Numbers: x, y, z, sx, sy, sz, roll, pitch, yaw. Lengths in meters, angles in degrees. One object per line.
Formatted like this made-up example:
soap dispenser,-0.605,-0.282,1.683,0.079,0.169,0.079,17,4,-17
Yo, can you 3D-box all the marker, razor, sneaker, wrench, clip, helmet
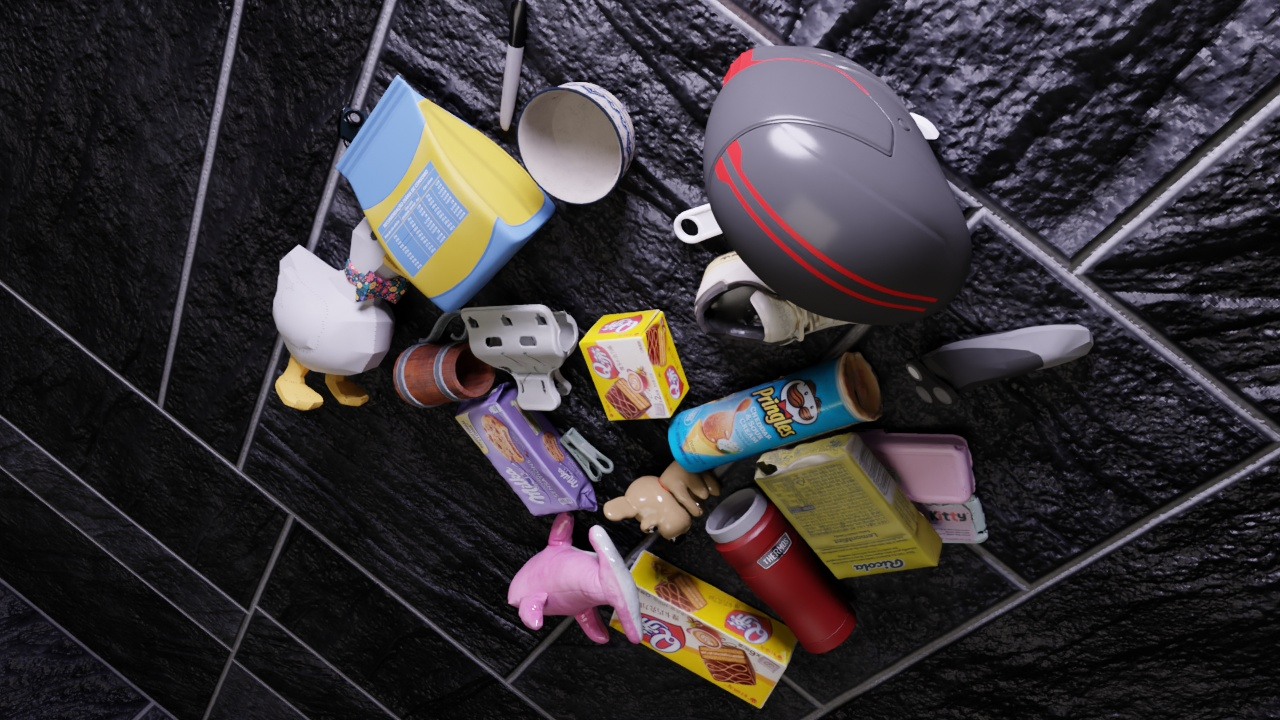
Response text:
marker,-0.128,-0.293,0.910,0.022,0.016,0.139,50,140,33
razor,0.326,-0.001,0.834,0.156,0.060,0.057,-23,122,18
sneaker,0.155,-0.061,0.851,0.242,0.102,0.089,-4,119,30
wrench,0.144,-0.158,0.849,0.274,0.018,0.066,-14,113,36
clip,-0.128,-0.015,1.083,0.126,0.091,0.151,1,136,30
helmet,0.147,-0.132,0.739,0.264,0.169,0.165,41,133,0
clip,-0.068,0.118,1.153,0.074,0.023,0.035,46,132,-4

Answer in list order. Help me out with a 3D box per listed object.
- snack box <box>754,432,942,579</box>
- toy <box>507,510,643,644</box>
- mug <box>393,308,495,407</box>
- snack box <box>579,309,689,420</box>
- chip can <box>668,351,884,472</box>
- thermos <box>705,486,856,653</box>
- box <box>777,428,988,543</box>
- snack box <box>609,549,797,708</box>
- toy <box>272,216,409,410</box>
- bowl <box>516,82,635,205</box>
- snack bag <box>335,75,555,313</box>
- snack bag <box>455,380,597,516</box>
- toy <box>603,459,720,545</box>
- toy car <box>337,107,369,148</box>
snack box,0.212,0.150,0.945,0.122,0.045,0.181,-21,119,40
toy,-0.101,0.300,1.199,0.266,0.127,0.186,-18,93,56
mug,-0.239,-0.003,1.130,0.111,0.081,0.117,-6,82,43
snack box,-0.006,0.006,1.014,0.084,0.061,0.106,-4,118,31
chip can,0.136,0.057,0.961,0.230,0.079,0.080,-22,109,39
thermos,0.160,0.245,1.081,0.198,0.083,0.108,51,164,-13
box,0.254,0.142,0.976,0.202,0.044,0.155,-3,120,32
snack box,0.080,0.353,1.206,0.230,0.061,0.110,26,131,11
toy,-0.360,-0.072,1.118,0.247,0.140,0.268,31,108,29
bowl,-0.056,-0.216,0.891,0.116,0.059,0.116,15,127,20
snack bag,-0.218,-0.176,0.977,0.205,0.102,0.159,46,130,-8
snack bag,-0.141,0.116,1.169,0.097,0.058,0.205,-18,114,41
toy,0.033,0.161,1.087,0.108,0.134,0.105,-41,74,15
toy car,-0.282,-0.240,1.015,0.112,0.034,0.046,28,138,0
